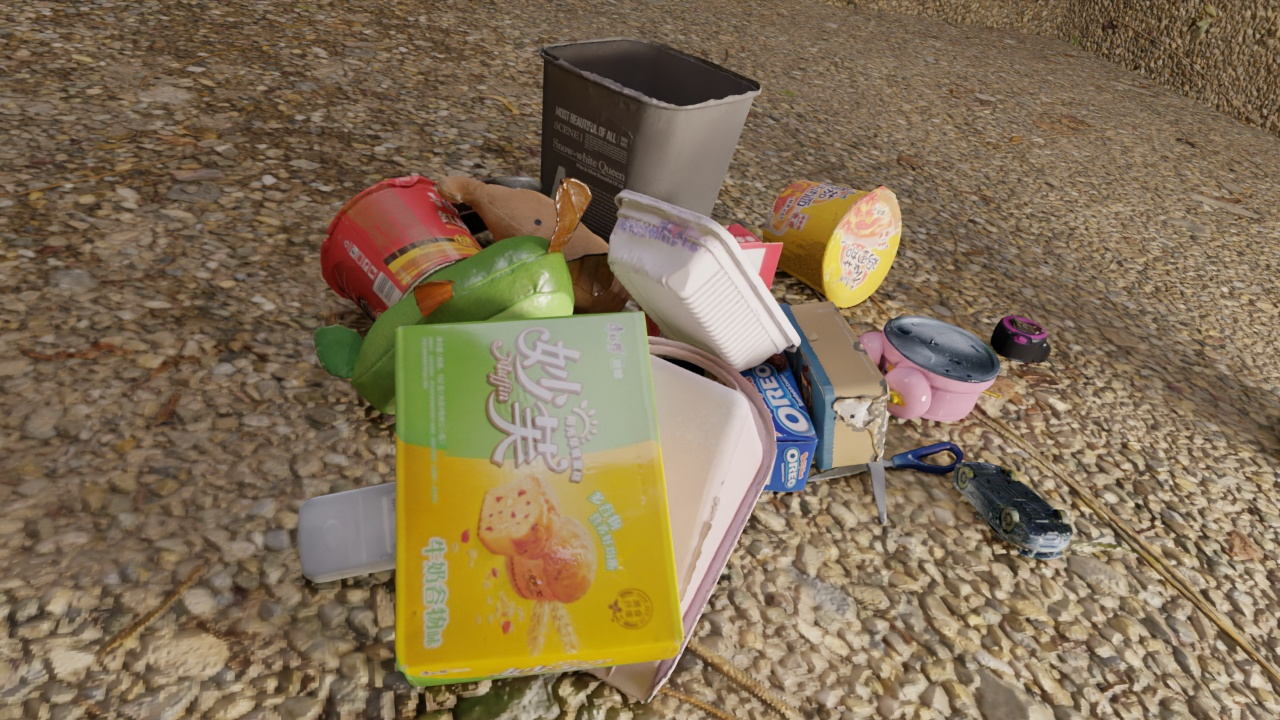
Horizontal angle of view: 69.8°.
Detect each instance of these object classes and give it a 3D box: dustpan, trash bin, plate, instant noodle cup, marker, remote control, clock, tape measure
[{"bbox_3d":[-0.019,0.086,0.674,0.222,0.139,0.273,27,75,17],"label":"dustpan"},{"bbox_3d":[-0.008,-0.224,1.026,0.199,0.220,0.198,32,36,27],"label":"trash bin"},{"bbox_3d":[-0.184,-0.146,0.939,0.179,0.024,0.179,-17,-3,-1],"label":"plate"},{"bbox_3d":[-0.199,-0.076,0.820,0.137,0.138,0.108,-17,51,-38],"label":"instant noodle cup"},{"bbox_3d":[0.219,-0.144,1.072,0.137,0.138,0.110,-15,33,-37],"label":"instant noodle cup"},{"bbox_3d":[-0.005,0.005,0.857,0.132,0.020,0.022,6,62,-12],"label":"marker"},{"bbox_3d":[-0.152,0.105,0.595,0.136,0.020,0.055,-11,67,-3],"label":"remote control"},{"bbox_3d":[0.273,0.010,0.909,0.158,0.060,0.117,-1,35,-24],"label":"clock"},{"bbox_3d":[0.429,-0.026,1.037,0.058,0.039,0.057,12,32,-1],"label":"tape measure"},{"bbox_3d":[0.043,-0.057,0.771,0.138,0.173,0.060,28,74,45],"label":"instant noodle cup"}]

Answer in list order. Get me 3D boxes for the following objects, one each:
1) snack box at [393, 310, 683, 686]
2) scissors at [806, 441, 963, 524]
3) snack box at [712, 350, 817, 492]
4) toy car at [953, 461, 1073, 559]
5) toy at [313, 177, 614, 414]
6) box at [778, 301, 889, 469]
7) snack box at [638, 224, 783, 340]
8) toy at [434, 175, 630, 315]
[{"bbox_3d":[-0.065,0.079,0.556,0.157,0.070,0.209,-4,68,-5],"label":"snack box"},{"bbox_3d":[0.214,0.084,0.815,0.162,0.012,0.175,5,35,-11],"label":"scissors"},{"bbox_3d":[0.103,0.030,0.819,0.057,0.058,0.207,4,33,-8],"label":"snack box"},{"bbox_3d":[0.307,0.122,0.767,0.054,0.037,0.120,3,23,-13],"label":"toy car"},{"bbox_3d":[-0.127,-0.036,0.736,0.246,0.227,0.090,-33,72,-3],"label":"toy"},{"bbox_3d":[0.164,0.014,0.823,0.059,0.090,0.184,-7,29,-6],"label":"box"},{"bbox_3d":[0.067,-0.075,0.917,0.127,0.113,0.044,-7,36,-29],"label":"snack box"},{"bbox_3d":[-0.091,-0.109,0.857,0.143,0.082,0.226,30,-5,35],"label":"toy"}]
